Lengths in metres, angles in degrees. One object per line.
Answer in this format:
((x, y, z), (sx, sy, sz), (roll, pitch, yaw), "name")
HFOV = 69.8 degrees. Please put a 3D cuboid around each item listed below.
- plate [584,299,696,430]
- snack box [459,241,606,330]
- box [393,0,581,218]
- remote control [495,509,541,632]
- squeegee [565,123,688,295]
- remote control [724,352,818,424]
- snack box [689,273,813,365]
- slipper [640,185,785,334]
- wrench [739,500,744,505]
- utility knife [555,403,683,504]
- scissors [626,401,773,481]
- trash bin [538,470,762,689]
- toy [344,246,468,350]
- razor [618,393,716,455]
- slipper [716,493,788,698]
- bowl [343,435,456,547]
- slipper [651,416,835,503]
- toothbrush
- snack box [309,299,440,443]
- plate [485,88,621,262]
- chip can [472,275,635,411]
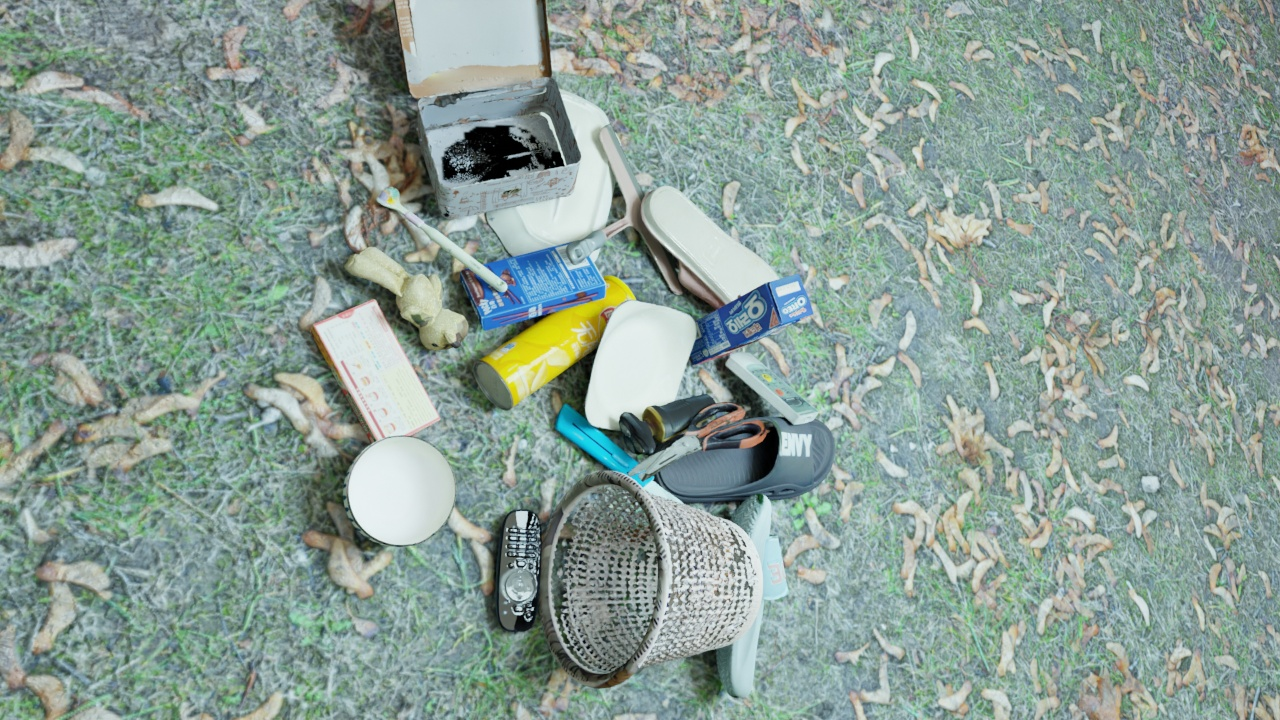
((-0.007, 0.007, 1.141), (0.163, 0.034, 0.164), (12, 98, -47), "plate")
((-0.129, -0.092, 1.103), (0.157, 0.026, 0.084), (-17, 53, -18), "snack box")
((-0.182, -0.316, 1.097), (0.178, 0.125, 0.274), (-14, 97, -17), "box")
((-0.140, 0.239, 1.046), (0.053, 0.024, 0.136), (10, 73, -26), "remote control")
((-0.045, -0.156, 1.138), (0.248, 0.040, 0.248), (65, 28, -11), "squeegee")
((0.174, 0.035, 1.224), (0.135, 0.019, 0.056), (43, 28, 28), "remote control")
((0.130, -0.049, 1.162), (0.058, 0.208, 0.057), (-16, 84, -30), "snack box")
((0.101, -0.129, 1.254), (0.274, 0.055, 0.113), (39, 54, -20), "slipper")
((0.147, 0.208, 1.212), (0.056, 0.016, 0.272), (23, 66, -15), "wrench")
((-0.017, 0.131, 1.131), (0.216, 0.018, 0.034), (38, 64, -6), "utility knife")
((0.076, 0.101, 1.096), (0.196, 0.205, 0.015), (4, 117, 2), "scissors")
((0.023, 0.247, 1.036), (0.192, 0.228, 0.227), (13, 70, -38), "trash bin")
((-0.265, -0.070, 1.047), (0.157, 0.066, 0.105), (41, 17, -12), "toy")
((0.039, 0.077, 1.161), (0.167, 0.068, 0.062), (-17, 59, -47), "razor")
((0.141, 0.285, 1.120), (0.074, 0.104, 0.245), (9, 77, -7), "slipper")
((-0.262, 0.141, 0.981), (0.116, 0.066, 0.116), (7, 75, -29), "bowl")
((0.147, 0.127, 1.184), (0.267, 0.083, 0.110), (-5, 76, -21), "slipper")
((-0.231, -0.140, 1.075), (0.189, 0.020, 0.029), (38, 61, 6), "toothbrush")
((-0.295, 0.016, 1.023), (0.076, 0.027, 0.156), (-29, 91, -31), "snack box")
((-0.102, -0.241, 1.192), (0.162, 0.034, 0.265), (21, 67, -22), "plate")
((-0.099, -0.024, 1.114), (0.212, 0.072, 0.072), (-36, 95, -30), "chip can")
